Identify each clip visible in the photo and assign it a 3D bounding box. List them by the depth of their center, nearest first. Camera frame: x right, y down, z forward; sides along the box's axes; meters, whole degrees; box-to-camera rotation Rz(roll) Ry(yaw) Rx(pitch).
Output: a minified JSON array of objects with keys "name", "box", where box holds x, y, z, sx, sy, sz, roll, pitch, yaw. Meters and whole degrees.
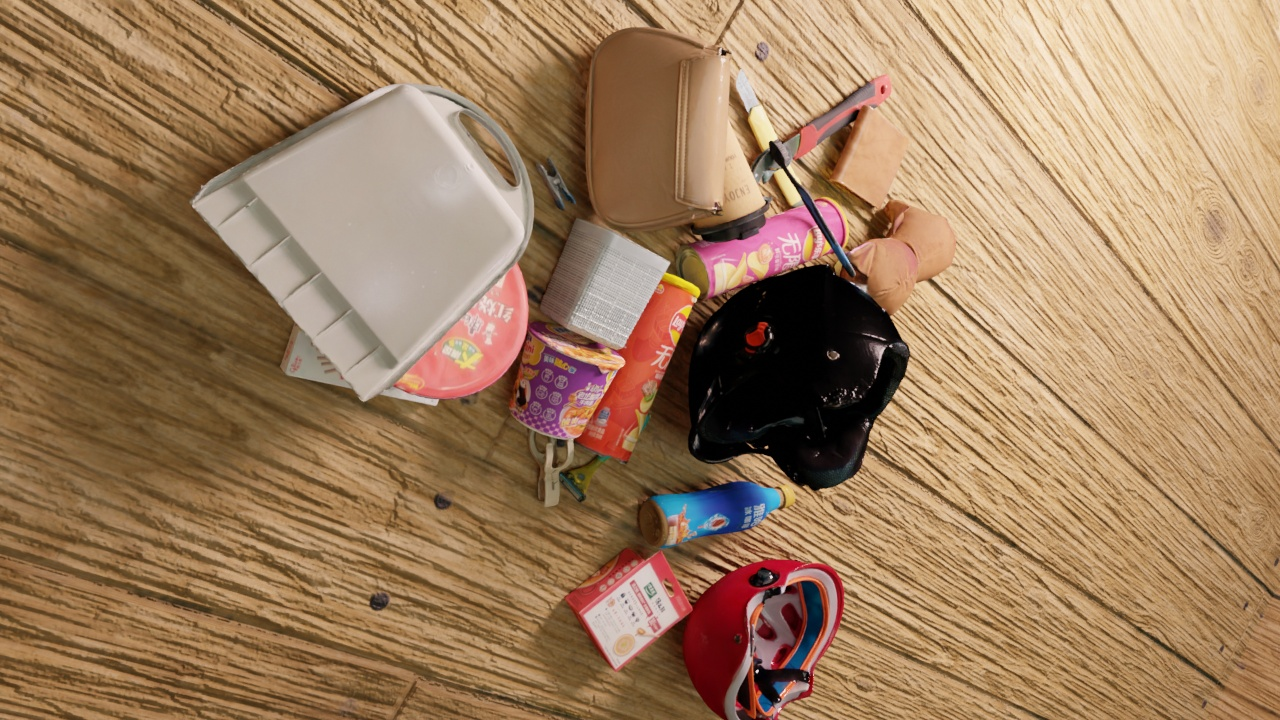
[{"name":"clip","box":[-0.090,-0.185,0.964,0.038,0.026,0.058,-32,119,-11]},{"name":"clip","box":[-0.097,0.119,1.028,0.034,0.092,0.103,-9,98,-30]}]

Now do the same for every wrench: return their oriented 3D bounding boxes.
[{"name":"wrench","box":[0.221,-0.277,1.122,0.272,0.016,0.056,-40,125,-21]}]

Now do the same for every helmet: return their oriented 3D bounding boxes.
[{"name":"helmet","box":[0.171,0.015,1.067,0.274,0.230,0.234,-16,146,-2]},{"name":"helmet","box":[0.149,0.356,1.208,0.239,0.144,0.207,-41,127,-32]}]

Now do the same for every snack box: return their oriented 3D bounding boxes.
[{"name":"snack box","box":[-0.264,-0.011,0.909,0.156,0.027,0.085,15,96,-35]},{"name":"snack box","box":[-0.014,0.304,1.148,0.127,0.044,0.113,-35,119,-17]}]

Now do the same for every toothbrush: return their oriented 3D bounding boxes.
[{"name":"toothbrush","box":[0.204,-0.179,1.080,0.016,0.014,0.189,-40,100,-38]}]

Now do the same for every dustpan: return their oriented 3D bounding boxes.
[{"name":"dustpan","box":[-0.217,-0.135,0.844,0.257,0.142,0.222,-39,104,-5]}]

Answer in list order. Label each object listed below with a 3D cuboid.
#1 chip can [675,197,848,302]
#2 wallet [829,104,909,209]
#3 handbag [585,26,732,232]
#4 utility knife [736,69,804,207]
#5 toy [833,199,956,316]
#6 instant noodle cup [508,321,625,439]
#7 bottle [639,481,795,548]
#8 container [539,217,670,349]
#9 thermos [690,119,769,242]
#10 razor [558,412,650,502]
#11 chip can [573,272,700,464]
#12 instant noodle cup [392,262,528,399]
[{"name":"chip can","box":[0.147,-0.134,1.096,0.210,0.071,0.071,-21,115,-25]},{"name":"wallet","box":[0.295,-0.256,1.171,0.115,0.020,0.101,18,98,-46]},{"name":"handbag","box":[0.020,-0.235,0.950,0.099,0.148,0.204,-33,127,-71]},{"name":"utility knife","box":[0.157,-0.259,1.097,0.030,0.020,0.196,-46,129,-18]},{"name":"toy","box":[0.315,-0.126,1.179,0.199,0.131,0.140,-43,123,-39]},{"name":"instant noodle cup","box":[-0.087,0.024,0.985,0.111,0.111,0.099,16,104,-34]},{"name":"bottle","box":[0.105,0.190,1.173,0.218,0.065,0.065,-6,108,-30]},{"name":"container","box":[-0.042,-0.080,0.987,0.090,0.090,0.111,24,94,-34]},{"name":"thermos","box":[0.086,-0.207,1.028,0.093,0.093,0.143,-27,108,-22]},{"name":"razor","box":[-0.037,0.108,1.083,0.132,0.028,0.043,-43,84,-13]},{"name":"chip can","box":[-0.006,0.006,1.038,0.073,0.073,0.216,24,89,-34]},{"name":"instant noodle cup","box":[-0.205,-0.054,0.881,0.193,0.066,0.193,8,76,-34]}]
